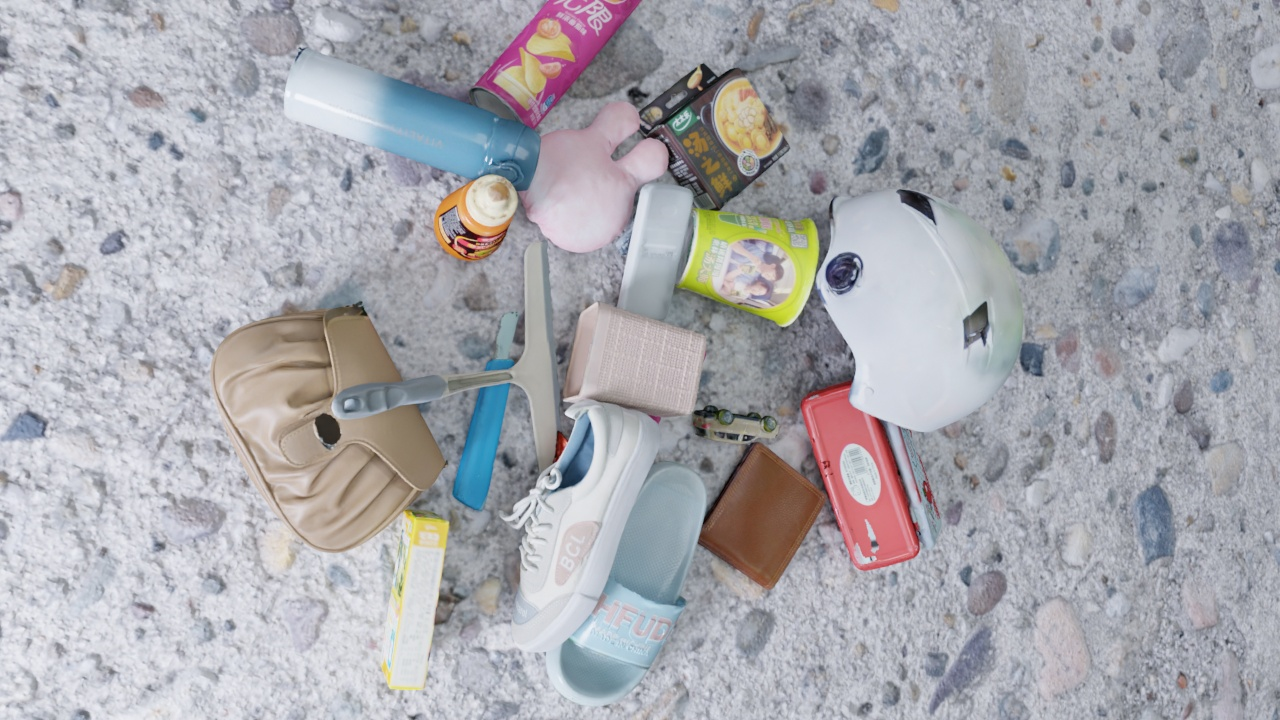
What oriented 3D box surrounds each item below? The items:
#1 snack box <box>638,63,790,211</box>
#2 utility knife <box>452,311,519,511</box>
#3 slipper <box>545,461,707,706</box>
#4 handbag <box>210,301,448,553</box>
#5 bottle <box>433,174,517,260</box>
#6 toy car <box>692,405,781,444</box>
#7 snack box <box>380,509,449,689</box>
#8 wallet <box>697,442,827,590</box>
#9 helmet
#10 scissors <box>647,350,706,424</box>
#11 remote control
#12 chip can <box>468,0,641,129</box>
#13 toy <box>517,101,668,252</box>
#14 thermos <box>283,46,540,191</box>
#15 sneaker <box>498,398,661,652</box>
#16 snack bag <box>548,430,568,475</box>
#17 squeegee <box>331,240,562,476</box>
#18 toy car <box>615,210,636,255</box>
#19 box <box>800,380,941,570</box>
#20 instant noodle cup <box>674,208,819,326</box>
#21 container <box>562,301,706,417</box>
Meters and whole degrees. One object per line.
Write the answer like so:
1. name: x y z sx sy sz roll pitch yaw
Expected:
1. snack box: 0.074 -0.234 0.948 0.113 0.053 0.125 -42 106 -18
2. utility knife: -0.140 0.044 0.860 0.034 0.018 0.192 19 78 -34
3. slipper: 0.001 0.212 0.871 0.104 0.074 0.245 30 75 -17
4. handbag: -0.261 0.053 0.769 0.147 0.100 0.204 -30 100 -21
5. bottle: -0.139 -0.129 0.802 0.066 0.150 0.066 2 86 -21
6. toy car: 0.099 0.067 0.936 0.090 0.042 0.035 7 93 -19
7. snack box: -0.195 0.202 0.790 0.033 0.087 0.140 8 83 -20
8. wallet: 0.123 0.159 0.946 0.101 0.032 0.124 38 74 -11
9. helmet: 0.292 -0.064 0.912 0.228 0.146 0.258 11 67 -50
10. scissors: 0.004 0.008 0.919 0.133 0.017 0.136 -1 87 -16
11. remote control: 0.013 -0.103 0.885 0.055 0.020 0.136 0 112 -32
12. chip can: -0.074 -0.309 0.883 0.071 0.071 0.210 39 74 -14
13. toy: -0.046 -0.179 0.892 0.159 0.054 0.121 -41 97 -19
14. thermos: -0.196 -0.208 0.810 0.220 0.070 0.070 18 80 -7
15. sneaker: -0.072 0.147 0.815 0.090 0.089 0.242 23 95 -30
16. snack bag: -0.042 0.093 0.882 0.104 0.026 0.048 11 89 -32
17. squeegee: -0.167 0.023 0.791 0.246 0.039 0.246 -11 99 -52
18. toy car: 0.010 -0.140 0.917 0.090 0.043 0.034 -46 103 -17
19. box: 0.254 0.112 0.994 0.116 0.099 0.201 -19 93 12
20. instant noodle cup: 0.099 -0.101 0.919 0.123 0.112 0.111 12 82 -12
21. container: -0.005 0.005 0.867 0.111 0.090 0.090 14 81 -15
